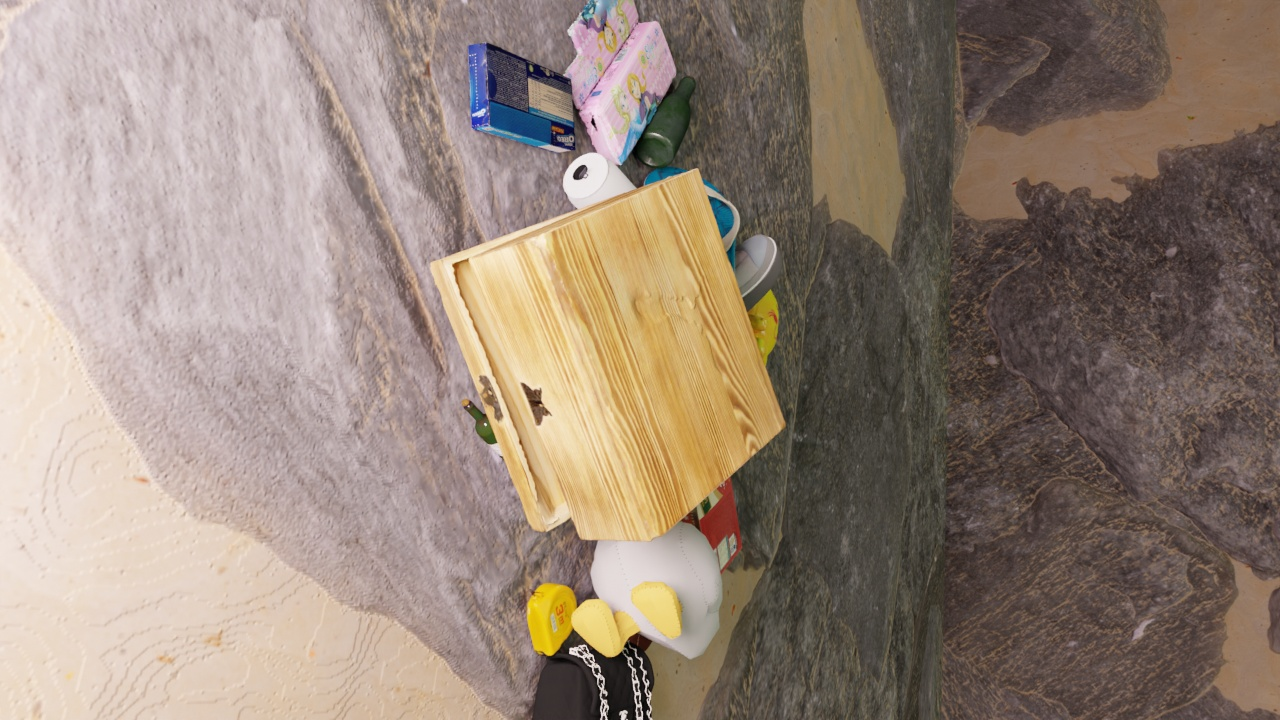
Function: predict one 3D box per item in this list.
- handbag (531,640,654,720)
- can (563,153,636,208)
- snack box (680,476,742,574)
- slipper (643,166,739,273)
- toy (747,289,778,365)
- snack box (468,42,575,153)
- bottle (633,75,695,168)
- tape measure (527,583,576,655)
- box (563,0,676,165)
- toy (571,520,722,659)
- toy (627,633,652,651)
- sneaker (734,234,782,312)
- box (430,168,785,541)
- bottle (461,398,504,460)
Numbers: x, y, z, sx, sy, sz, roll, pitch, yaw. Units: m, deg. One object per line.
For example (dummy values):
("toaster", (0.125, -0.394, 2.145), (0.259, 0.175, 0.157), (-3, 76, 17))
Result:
("handbag", (-0.033, 0.363, 0.969), (0.153, 0.115, 0.125), (15, 74, -56))
("can", (-0.038, -0.186, 1.049), (0.127, 0.064, 0.064), (38, 56, -54))
("snack box", (0.073, 0.169, 1.225), (0.113, 0.060, 0.236), (-34, 117, -56))
("slipper", (0.069, -0.171, 1.107), (0.294, 0.118, 0.060), (-92, -161, -51))
("toy", (0.152, -0.019, 1.345), (0.193, 0.087, 0.135), (-65, 155, -52))
("snack box", (-0.120, -0.266, 0.947), (0.150, 0.027, 0.082), (-2, 91, -60))
("bottle", (0.042, -0.325, 1.212), (0.055, 0.055, 0.173), (62, 37, -38))
("tape measure", (-0.093, 0.261, 0.954), (0.058, 0.030, 0.068), (-38, 123, -55))
("box", (-0.025, -0.363, 1.119), (0.159, 0.035, 0.229), (62, 37, -37))
("toy", (0.021, 0.222, 1.038), (0.247, 0.141, 0.266), (61, 23, -13))
("toy", (0.007, 0.312, 1.127), (0.090, 0.070, 0.103), (-65, 165, -60))
("sneaker", (0.060, -0.104, 1.135), (0.256, 0.093, 0.160), (-47, 122, -18))
("box", (-0.019, -0.012, 0.872), (0.246, 0.176, 0.279), (-32, 105, -43))
("bottle", (-0.142, 0.069, 0.885), (0.106, 0.025, 0.025), (56, 42, -44))
